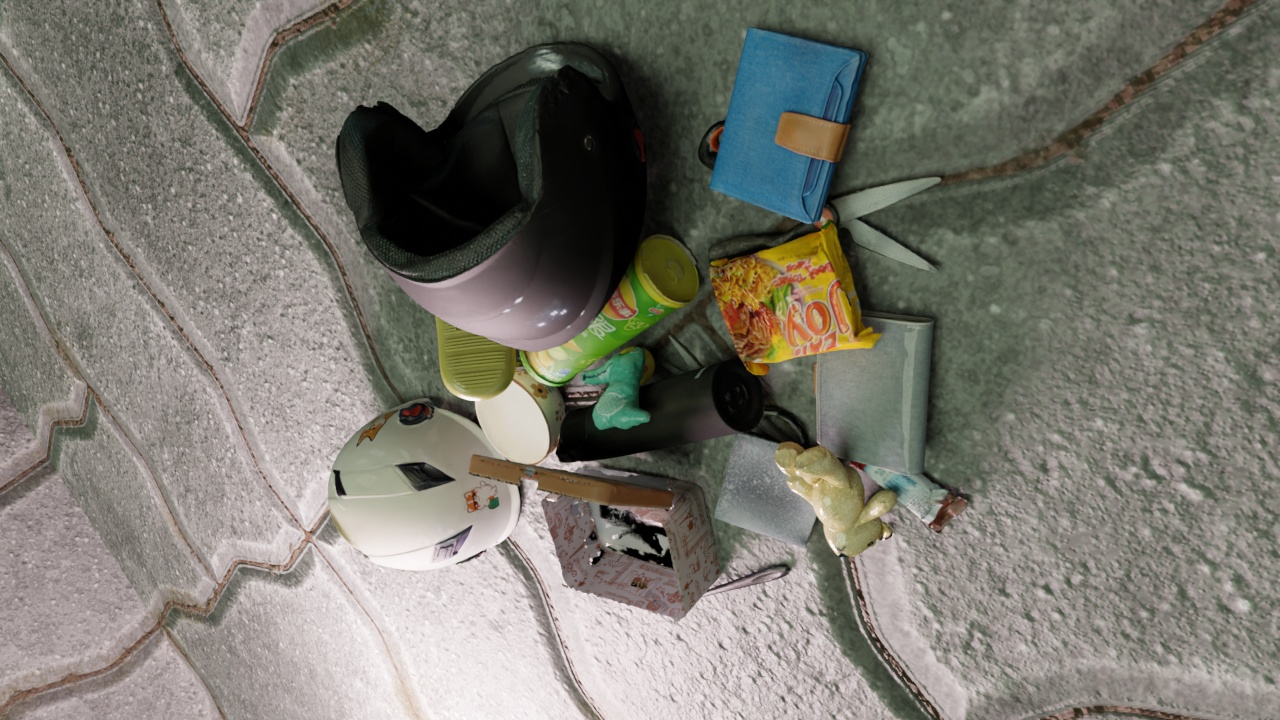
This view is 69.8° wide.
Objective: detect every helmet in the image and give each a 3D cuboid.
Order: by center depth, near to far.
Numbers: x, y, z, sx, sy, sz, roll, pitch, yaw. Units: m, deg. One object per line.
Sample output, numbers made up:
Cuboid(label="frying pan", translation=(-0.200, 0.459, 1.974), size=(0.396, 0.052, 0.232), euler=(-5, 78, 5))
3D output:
Cuboid(label="helmet", translation=(-0.107, -0.146, 0.795), size=(0.234, 0.273, 0.230), euler=(2, 141, 29))
Cuboid(label="helmet", translation=(-0.302, 0.178, 1.183), size=(0.275, 0.156, 0.230), euler=(0, 114, 39))

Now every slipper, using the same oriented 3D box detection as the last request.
Cuboid(label="slipper", translation=(-0.171, -0.033, 0.966), size=(0.091, 0.190, 0.082), euler=(-1, 149, -6))

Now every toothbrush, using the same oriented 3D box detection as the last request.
Cuboid(label="toothbrush", translation=(0.093, 0.246, 0.999), size=(0.182, 0.018, 0.015), euler=(-29, 102, 42))

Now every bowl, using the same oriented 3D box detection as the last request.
Cuboid(label="bowl", translation=(-0.126, 0.057, 1.038), size=(0.113, 0.062, 0.114), euler=(19, 123, 32))

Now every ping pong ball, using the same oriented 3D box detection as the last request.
Cuboid(label="ping pong ball", translation=(-0.005, 0.005, 0.926), size=(0.040, 0.040, 0.040), euler=(19, 124, 30))

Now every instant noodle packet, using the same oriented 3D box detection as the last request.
Cuboid(label="instant noodle packet", translation=(0.124, -0.047, 0.758), size=(0.129, 0.044, 0.111), euler=(-14, 101, 43))

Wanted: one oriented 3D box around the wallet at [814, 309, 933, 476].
Cuboid(label="wallet", translation=(0.194, 0.023, 0.773), size=(0.107, 0.036, 0.130), euler=(13, 111, 42))

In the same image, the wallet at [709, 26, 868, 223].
Cuboid(label="wallet", translation=(0.112, -0.183, 0.715), size=(0.106, 0.040, 0.133), euler=(27, 116, 30))

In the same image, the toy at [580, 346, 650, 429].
Cuboid(label="toy", translation=(-0.023, 0.027, 0.884), size=(0.097, 0.091, 0.030), euler=(-9, 142, 34))

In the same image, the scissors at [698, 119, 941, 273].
Cuboid(label="scissors", translation=(0.130, -0.124, 0.757), size=(0.225, 0.021, 0.222), euler=(54, 135, 3))

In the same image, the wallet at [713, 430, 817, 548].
Cuboid(label="wallet", translation=(0.128, 0.124, 0.881), size=(0.097, 0.019, 0.121), euler=(17, 128, 9))

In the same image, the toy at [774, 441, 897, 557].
Cuboid(label="toy", translation=(0.167, 0.119, 0.801), size=(0.105, 0.066, 0.157), euler=(0, 144, 38))

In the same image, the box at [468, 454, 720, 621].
Cuboid(label="box", translation=(-0.037, 0.160, 0.966), size=(0.179, 0.130, 0.272), euler=(6, 146, 36))

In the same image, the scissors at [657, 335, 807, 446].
Cuboid(label="scissors", translation=(0.086, 0.050, 0.896), size=(0.163, 0.014, 0.166), euler=(3, 114, 39))

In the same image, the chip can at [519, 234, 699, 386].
Cuboid(label="chip can", translation=(-0.038, -0.042, 0.905), size=(0.222, 0.072, 0.072), euler=(-32, 92, 45))

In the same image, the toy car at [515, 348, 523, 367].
Cuboid(label="toy car", translation=(-0.154, -0.025, 1.034), size=(0.090, 0.035, 0.042), euler=(22, 128, 21))

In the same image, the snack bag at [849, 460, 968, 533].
Cuboid(label="snack bag", translation=(0.230, 0.106, 0.801), size=(0.105, 0.026, 0.045), euler=(39, 125, 14))

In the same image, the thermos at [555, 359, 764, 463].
Cuboid(label="thermos", translation=(0.006, 0.064, 0.907), size=(0.243, 0.089, 0.068), euler=(-20, 108, 47))
